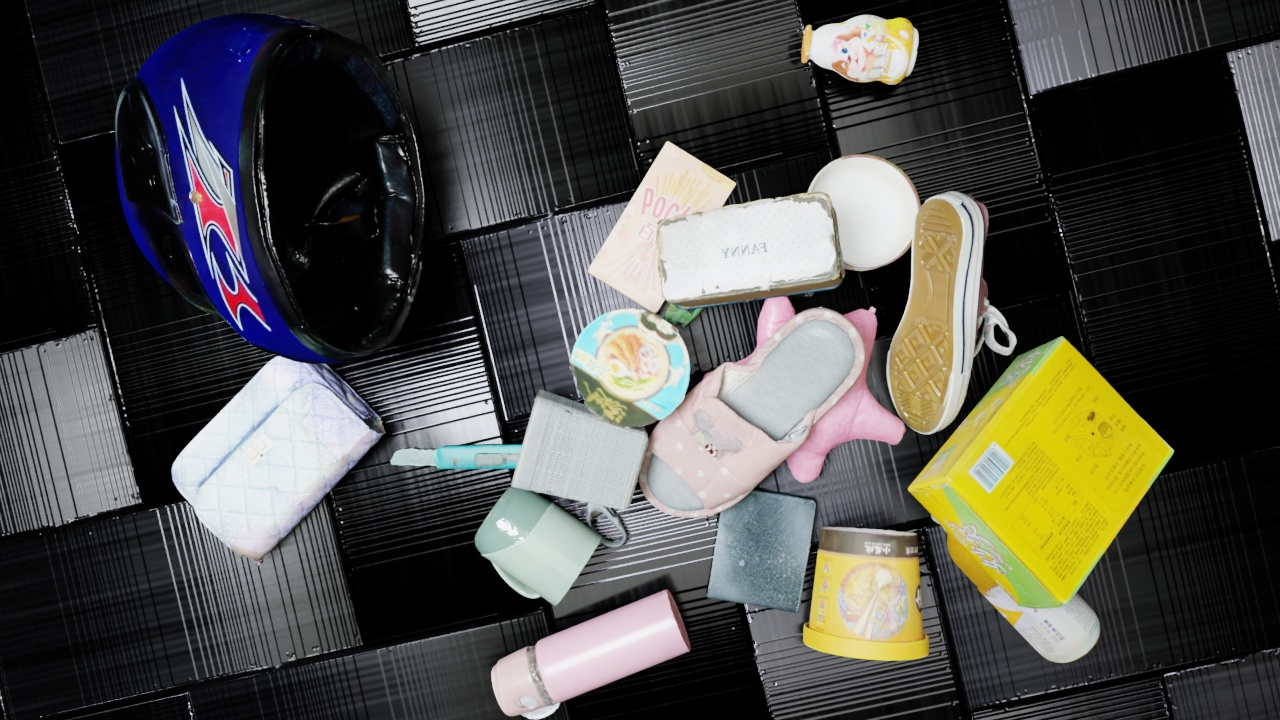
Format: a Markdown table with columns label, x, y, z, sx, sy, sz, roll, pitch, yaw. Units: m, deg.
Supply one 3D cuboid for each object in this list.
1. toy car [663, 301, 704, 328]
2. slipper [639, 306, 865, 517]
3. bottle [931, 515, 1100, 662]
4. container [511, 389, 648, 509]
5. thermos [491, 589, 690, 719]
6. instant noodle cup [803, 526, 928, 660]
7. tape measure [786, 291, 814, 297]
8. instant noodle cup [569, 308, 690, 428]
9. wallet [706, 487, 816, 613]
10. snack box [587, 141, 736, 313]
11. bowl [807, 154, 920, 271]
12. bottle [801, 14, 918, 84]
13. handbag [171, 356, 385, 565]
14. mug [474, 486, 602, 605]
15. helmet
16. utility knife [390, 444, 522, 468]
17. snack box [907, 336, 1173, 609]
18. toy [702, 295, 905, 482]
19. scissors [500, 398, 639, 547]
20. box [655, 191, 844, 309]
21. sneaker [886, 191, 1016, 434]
| label | x | y | z | sx | sy | sz | roll | pitch | yaw |
| --- | --- | --- | --- | --- | --- | --- | --- | --- | --- |
| toy car | 0.057 | -0.074 | 0.930 | 0.036 | 0.043 | 0.091 | 35 | 93 | 5 |
| slipper | 0.099 | 0.058 | 0.872 | 0.114 | 0.054 | 0.275 | 47 | 113 | 3 |
| bottle | 0.366 | 0.211 | 0.906 | 0.068 | 0.068 | 0.189 | -44 | 89 | 2 |
| container | -0.057 | 0.089 | 0.896 | 0.114 | 0.090 | 0.090 | 16 | 93 | -3 |
| thermos | -0.048 | 0.307 | 0.935 | 0.198 | 0.067 | 0.087 | -24 | 119 | 3 |
| instant noodle cup | 0.220 | 0.223 | 0.895 | 0.118 | 0.118 | 0.114 | 3 | 83 | 3 |
| tape measure | 0.156 | -0.092 | 0.926 | 0.057 | 0.039 | 0.058 | 4 | 91 | 3 |
| instant noodle cup | -0.005 | 0.005 | 0.896 | 0.111 | 0.120 | 0.111 | 0 | 92 | 4 |
| wallet | 0.125 | 0.193 | 0.944 | 0.097 | 0.019 | 0.121 | 9 | 90 | 3 |
| snack box | 0.021 | -0.135 | 0.939 | 0.084 | 0.026 | 0.157 | 32 | 93 | 2 |
| bowl | 0.213 | -0.139 | 0.907 | 0.113 | 0.062 | 0.113 | 0 | 80 | -2 |
| bottle | 0.216 | -0.309 | 0.909 | 0.108 | 0.063 | 0.063 | 6 | 91 | 3 |
| handbag | -0.373 | 0.095 | 0.938 | 0.134 | 0.075 | 0.194 | 44 | 93 | 1 |
| mug | -0.111 | 0.192 | 0.930 | 0.106 | 0.082 | 0.112 | 33 | 123 | 1 |
| helmet | -0.350 | -0.152 | 0.853 | 0.241 | 0.246 | 0.315 | -2 | 92 | 31 |
| utility knife | -0.164 | 0.103 | 0.958 | 0.196 | 0.013 | 0.029 | -1 | 93 | 2 |
| snack box | 0.379 | 0.104 | 0.867 | 0.157 | 0.070 | 0.209 | 46 | 68 | 1 |
| toy | 0.179 | 0.022 | 0.909 | 0.194 | 0.074 | 0.179 | 41 | 99 | -2 |
| scissors | -0.052 | 0.112 | 0.946 | 0.159 | 0.014 | 0.181 | -22 | 95 | -1 |
| box | 0.096 | -0.099 | 0.861 | 0.184 | 0.063 | 0.089 | -5 | 87 | 19 |
| sneaker | 0.304 | -0.044 | 0.885 | 0.087 | 0.118 | 0.241 | -11 | 114 | -28 |
